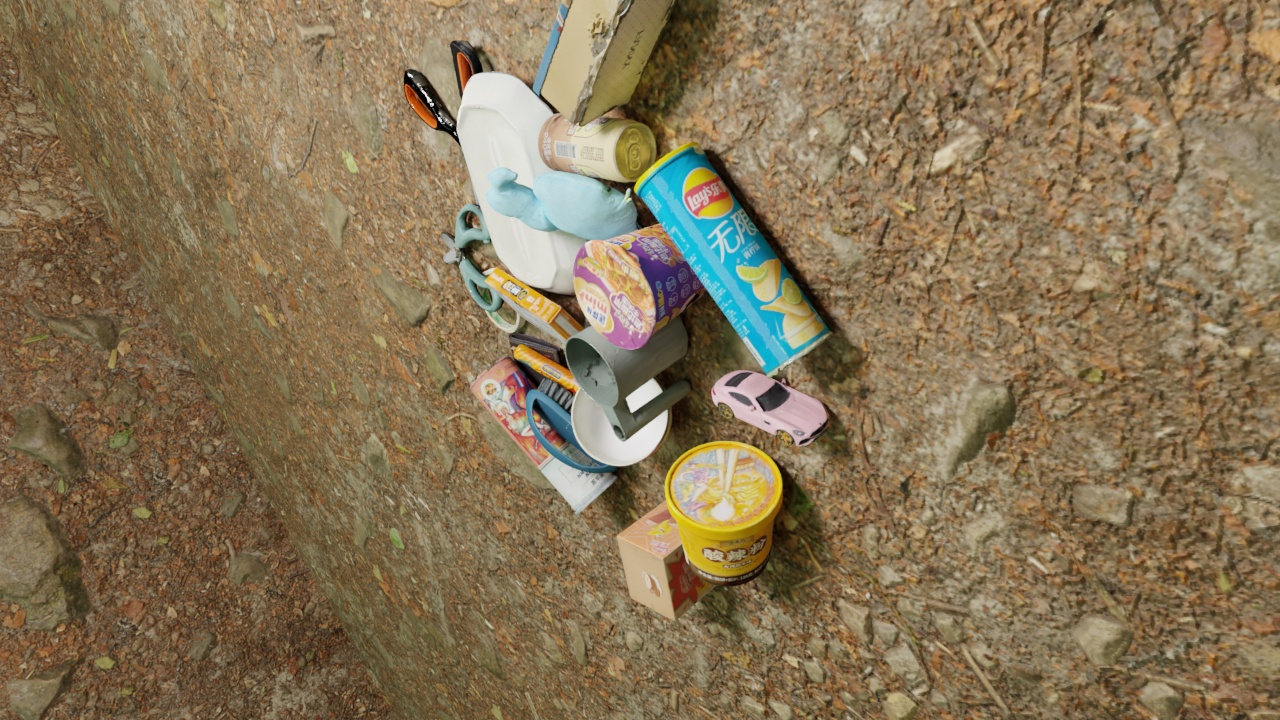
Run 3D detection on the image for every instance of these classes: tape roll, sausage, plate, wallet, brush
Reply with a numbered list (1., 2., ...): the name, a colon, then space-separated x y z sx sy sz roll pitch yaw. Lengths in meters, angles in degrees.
1. tape roll: -0.180 -0.078 1.191 0.086 0.013 0.086 31 136 34
2. sausage: -0.095 0.020 1.133 0.165 0.021 0.021 29 136 22
3. plate: -0.136 -0.185 1.022 0.162 0.034 0.266 18 133 39
4. wallet: -0.127 0.027 1.200 0.096 0.020 0.122 18 129 40
5. brush: -0.085 0.088 1.122 0.144 0.073 0.055 41 153 0

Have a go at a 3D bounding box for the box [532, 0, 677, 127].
1. box: -0.029 -0.281 0.794 0.062 0.089 0.185 47 142 6

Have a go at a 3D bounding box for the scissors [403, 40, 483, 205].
1. scissors: -0.205 -0.276 1.076 0.233 0.021 0.221 45 147 17

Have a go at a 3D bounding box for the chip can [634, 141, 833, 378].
1. chip can: 0.082 -0.089 0.814 0.210 0.071 0.071 55 145 5

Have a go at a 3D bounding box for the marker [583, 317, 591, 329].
1. marker: -0.060 -0.034 1.074 0.017 0.017 0.146 43 142 22

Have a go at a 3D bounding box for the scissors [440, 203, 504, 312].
1. scissors: -0.219 -0.149 1.171 0.176 0.019 0.172 44 139 39

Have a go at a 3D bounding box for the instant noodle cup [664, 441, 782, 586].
1. instant noodle cup: 0.088 0.165 0.958 0.118 0.118 0.115 30 143 35

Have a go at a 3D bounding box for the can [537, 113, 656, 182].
1. can: -0.044 -0.207 0.891 0.116 0.058 0.058 19 129 42

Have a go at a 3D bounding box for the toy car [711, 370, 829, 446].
1. toy car: 0.122 0.041 0.872 0.122 0.056 0.037 24 139 39

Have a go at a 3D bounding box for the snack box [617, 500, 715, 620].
1. snack box: 0.038 0.232 1.080 0.077 0.094 0.093 16 127 44

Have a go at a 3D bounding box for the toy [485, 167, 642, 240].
1. toy: -0.072 -0.155 0.922 0.161 0.049 0.157 28 161 -30

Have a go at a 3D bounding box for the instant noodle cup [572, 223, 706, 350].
1. instant noodle cup: 0.007 -0.079 0.888 0.111 0.099 0.112 30 135 36

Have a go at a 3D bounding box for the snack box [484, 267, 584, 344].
1. snack box: -0.119 -0.058 1.072 0.154 0.026 0.075 31 170 47

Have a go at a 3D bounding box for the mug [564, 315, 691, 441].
1. mug: -0.006 0.006 0.957 0.084 0.103 0.124 3 122 56

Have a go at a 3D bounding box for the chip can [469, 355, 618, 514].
1. chip can: -0.125 0.094 1.179 0.214 0.071 0.071 48 144 5

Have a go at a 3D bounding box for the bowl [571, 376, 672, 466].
1. bowl: -0.015 0.063 1.033 0.113 0.113 0.062 47 -174 17
